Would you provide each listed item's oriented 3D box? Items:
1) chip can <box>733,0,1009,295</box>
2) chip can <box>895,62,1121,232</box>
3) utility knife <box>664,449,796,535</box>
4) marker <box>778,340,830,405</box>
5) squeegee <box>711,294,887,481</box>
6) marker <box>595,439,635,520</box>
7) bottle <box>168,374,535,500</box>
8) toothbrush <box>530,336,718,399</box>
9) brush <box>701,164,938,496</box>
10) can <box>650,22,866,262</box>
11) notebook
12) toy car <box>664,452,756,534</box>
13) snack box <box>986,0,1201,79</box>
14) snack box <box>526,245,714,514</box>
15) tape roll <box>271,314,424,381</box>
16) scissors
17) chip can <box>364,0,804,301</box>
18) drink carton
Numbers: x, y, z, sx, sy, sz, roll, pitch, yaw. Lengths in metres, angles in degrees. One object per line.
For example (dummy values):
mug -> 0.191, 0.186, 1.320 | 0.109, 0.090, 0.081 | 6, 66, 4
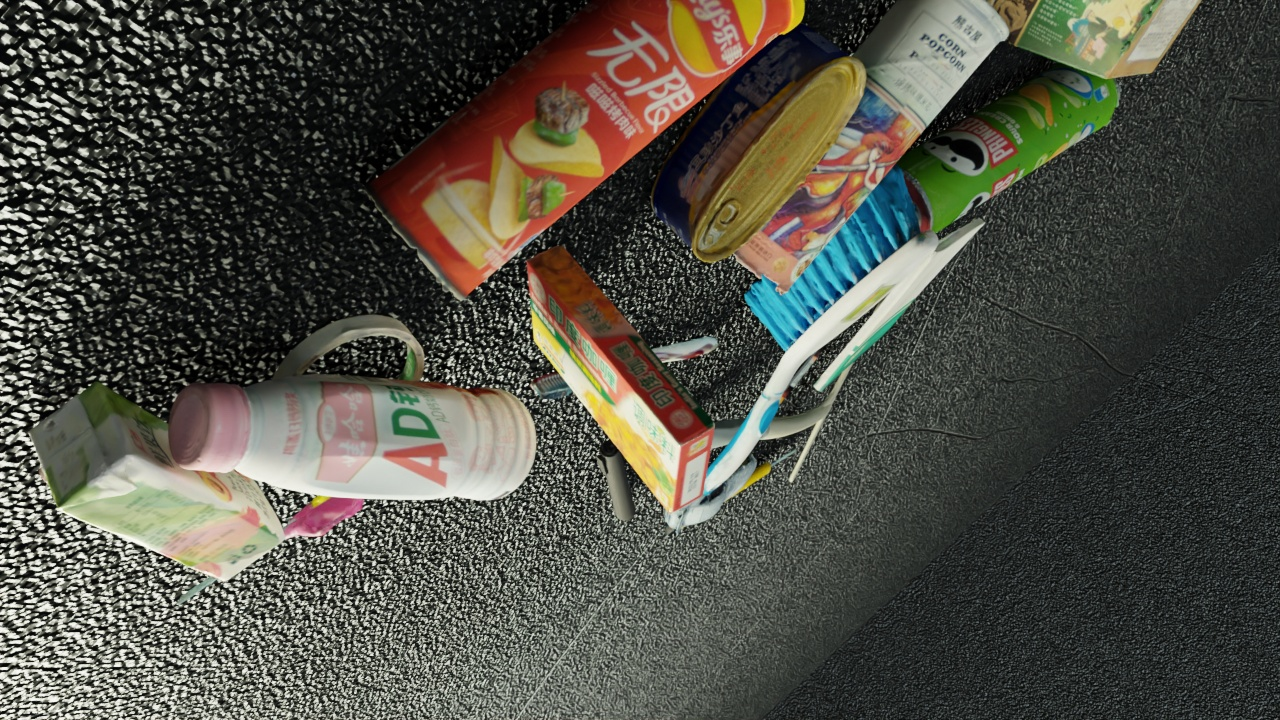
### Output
chip can -> 0.139, -0.147, 0.607 | 0.215, 0.071, 0.071 | -51, 151, 17
chip can -> 0.292, -0.177, 0.759 | 0.235, 0.072, 0.072 | -32, 150, -20
utility knife -> 0.104, 0.140, 1.020 | 0.196, 0.015, 0.033 | -27, 164, -27
marker -> 0.149, 0.019, 0.910 | 0.124, 0.015, 0.018 | -51, 148, 12
squeegee -> 0.119, 0.059, 0.876 | 0.246, 0.039, 0.247 | -9, 133, -36
marker -> -0.021, 0.109, 0.815 | 0.022, 0.020, 0.132 | -44, 154, -20
bottle -> -0.144, 0.041, 0.488 | 0.196, 0.068, 0.068 | 10, 123, -53
toothbrush -> -0.004, 0.004, 0.692 | 0.187, 0.017, 0.016 | -13, 141, -41
brush -> 0.114, -0.011, 0.733 | 0.060, 0.109, 0.315 | -15, 156, -50
can -> 0.070, -0.132, 0.562 | 0.148, 0.049, 0.074 | -51, 150, 16
notebook -> 0.230, -0.055, 0.805 | 0.151, 0.012, 0.208 | -55, 165, 30
toy car -> 0.076, 0.137, 0.961 | 0.120, 0.037, 0.054 | -29, 149, -30
snack box -> 0.329, -0.261, 0.651 | 0.117, 0.105, 0.118 | -19, 145, -37
snack box -> -0.015, 0.010, 0.539 | 0.027, 0.155, 0.077 | -28, 149, -22
tape roll -> -0.161, 0.011, 0.509 | 0.085, 0.014, 0.086 | -31, 150, -21
scissors -> -0.201, 0.098, 0.525 | 0.133, 0.017, 0.124 | -36, -165, -29
chip can -> -0.025, -0.123, 0.433 | 0.216, 0.073, 0.073 | -40, 152, -3
drink carton -> -0.234, 0.064, 0.449 | 0.045, 0.053, 0.122 | -38, 151, -7
